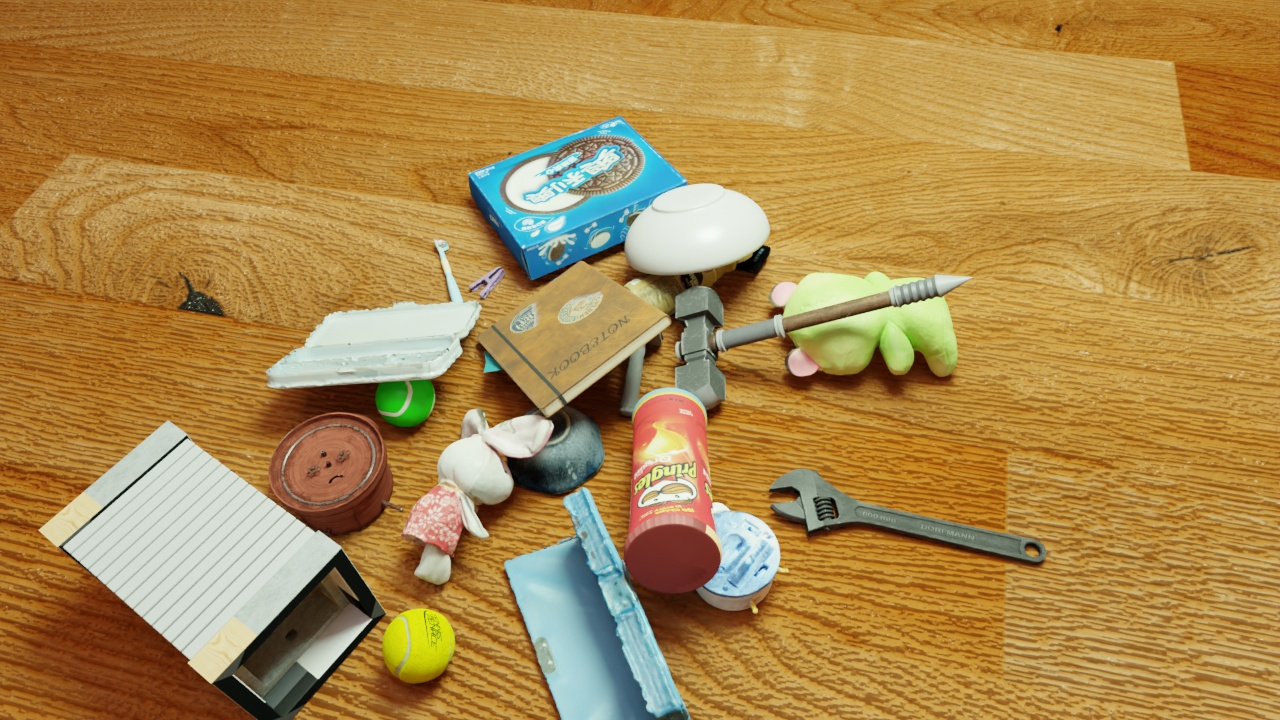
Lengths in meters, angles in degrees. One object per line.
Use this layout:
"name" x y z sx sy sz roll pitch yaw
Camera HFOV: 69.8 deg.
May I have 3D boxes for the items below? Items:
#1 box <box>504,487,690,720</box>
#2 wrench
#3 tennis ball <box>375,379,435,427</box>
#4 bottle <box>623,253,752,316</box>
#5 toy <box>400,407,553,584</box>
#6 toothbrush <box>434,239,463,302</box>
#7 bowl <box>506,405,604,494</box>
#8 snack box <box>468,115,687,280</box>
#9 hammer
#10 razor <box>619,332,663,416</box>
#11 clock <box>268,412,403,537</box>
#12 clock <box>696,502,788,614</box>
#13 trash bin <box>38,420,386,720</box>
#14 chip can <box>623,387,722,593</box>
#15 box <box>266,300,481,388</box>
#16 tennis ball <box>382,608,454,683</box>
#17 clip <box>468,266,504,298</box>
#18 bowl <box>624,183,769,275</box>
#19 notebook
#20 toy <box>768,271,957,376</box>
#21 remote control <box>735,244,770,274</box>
"box" -0.050 0.246 0.840 0.111 0.094 0.231 -23 54 -8
"wrench" 0.264 0.163 0.924 0.273 0.018 0.073 11 54 11
"tennis ball" -0.263 0.042 1.027 0.065 0.065 0.065 -2 52 3
"bottle" 0.060 -0.102 1.111 0.166 0.060 0.059 -30 56 -12
"toy" -0.176 0.131 0.935 0.159 0.084 0.193 -4 53 46
"toothbrush" -0.240 -0.101 1.168 0.016 0.022 0.155 -44 49 24
"bowl" -0.095 0.085 0.988 0.110 0.055 0.110 -3 51 3
"snack box" -0.083 -0.221 1.214 0.238 0.056 0.195 -25 48 -15
"hammer" 0.186 -0.046 0.981 0.323 0.043 0.155 -14 57 26
"razor" -0.006 0.006 1.041 0.047 0.088 0.116 6 72 9
"clock" -0.326 0.113 0.973 0.120 0.072 0.157 -27 56 -16
"clock" 0.078 0.188 0.895 0.125 0.052 0.088 32 61 26
"trash bin" -0.396 0.200 0.865 0.247 0.143 0.142 27 59 23
"chip can" 0.030 0.119 0.891 0.087 0.087 0.213 -2 32 2
"box" -0.301 -0.019 1.057 0.209 0.045 0.191 -5 26 7
"tennis ball" -0.206 0.264 0.850 0.065 0.065 0.065 -2 52 3
"clip" -0.191 -0.096 1.164 0.051 0.014 0.043 -23 54 -10
"bowl" 0.063 -0.167 1.096 0.177 0.066 0.176 -11 27 6
"notebook" -0.093 -0.031 1.027 0.178 0.014 0.249 -38 31 -9
"toy" 0.255 -0.047 1.037 0.197 0.107 0.150 1 55 -5
"remote control" 0.090 -0.146 1.176 0.150 0.022 0.047 23 58 23
